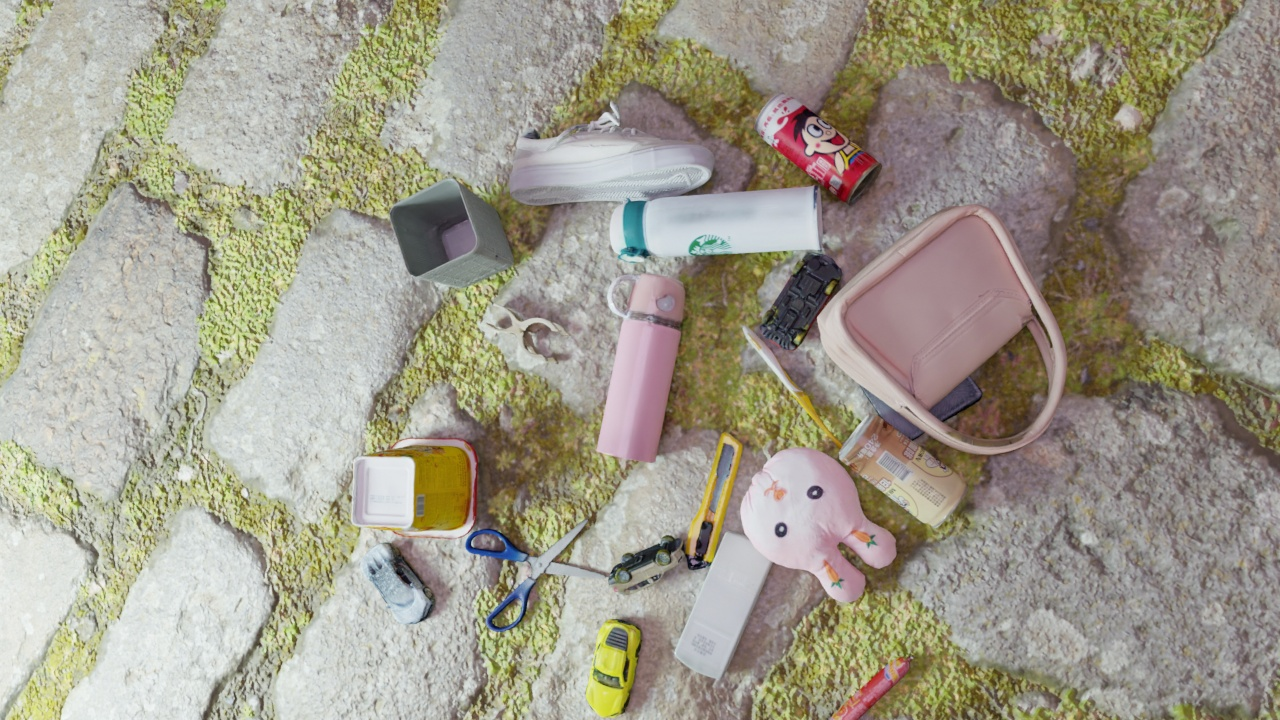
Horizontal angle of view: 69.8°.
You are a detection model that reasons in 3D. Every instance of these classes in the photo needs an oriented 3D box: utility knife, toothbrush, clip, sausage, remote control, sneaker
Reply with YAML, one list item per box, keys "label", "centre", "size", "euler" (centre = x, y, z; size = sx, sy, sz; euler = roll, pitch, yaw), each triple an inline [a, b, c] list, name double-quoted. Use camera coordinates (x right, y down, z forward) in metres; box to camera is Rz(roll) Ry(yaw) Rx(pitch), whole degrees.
- label: "utility knife"
  centre: [0.077, 0.152, 0.979]
  size: [0.033, 0.015, 0.153]
  euler: [15, 89, 14]
- label: "toothbrush"
  centre: [0.169, 0.034, 0.964]
  size: [0.018, 0.016, 0.191]
  euler: [-38, 76, -1]
- label: "clip"
  centre: [-0.122, -0.044, 1.049]
  size: [0.104, 0.034, 0.084]
  euler: [45, 101, 23]
- label: "sausage"
  centre: [0.217, 0.347, 0.919]
  size: [0.020, 0.020, 0.156]
  euler: [45, 97, 15]
- label: "remote control"
  centre: [0.089, 0.256, 0.963]
  size: [0.058, 0.021, 0.150]
  euler: [24, 92, 17]
- label: "sneaker"
  centre: [-0.033, -0.230, 1.015]
  size: [0.243, 0.089, 0.090]
  euler: [-1, 80, 23]

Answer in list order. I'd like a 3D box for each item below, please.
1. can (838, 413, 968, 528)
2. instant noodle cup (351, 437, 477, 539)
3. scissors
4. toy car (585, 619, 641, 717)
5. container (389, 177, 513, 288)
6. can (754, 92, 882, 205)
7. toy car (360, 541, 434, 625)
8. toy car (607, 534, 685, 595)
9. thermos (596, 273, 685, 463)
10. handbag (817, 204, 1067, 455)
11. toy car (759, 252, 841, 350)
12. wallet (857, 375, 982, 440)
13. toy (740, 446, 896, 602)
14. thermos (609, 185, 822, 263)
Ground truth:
- label: "can"
  centre: [0.257, 0.108, 0.903]
  size: [0.116, 0.058, 0.058]
  euler: [37, 96, 9]
- label: "instant noodle cup"
  centre: [-0.254, 0.144, 1.021]
  size: [0.116, 0.123, 0.116]
  euler: [-1, 85, 16]
- label: "scissors"
  centre: [-0.126, 0.235, 1.034]
  size: [0.175, 0.012, 0.162]
  euler: [25, 91, 16]
- label: "toy car"
  centre: [-0.031, 0.332, 0.987]
  size: [0.048, 0.032, 0.105]
  euler: [12, 90, 17]
- label: "container"
  centre: [-0.208, -0.138, 1.038]
  size: [0.090, 0.114, 0.090]
  euler: [-22, 79, 13]
- label: "can"
  centre: [0.185, -0.223, 0.963]
  size: [0.133, 0.053, 0.053]
  euler: [42, 97, 16]
- label: "toy car"
  centre: [-0.284, 0.261, 1.068]
  size: [0.049, 0.031, 0.105]
  euler: [-45, 76, 9]
- label: "toy car"
  centre: [0.009, 0.219, 0.980]
  size: [0.090, 0.042, 0.035]
  euler: [-30, 101, 17]
- label: "thermos"
  centre: [-0.006, 0.006, 0.985]
  size: [0.087, 0.067, 0.198]
  euler: [11, 90, -18]
- label: "handbag"
  centre: [0.309, -0.014, 0.889]
  size: [0.193, 0.093, 0.234]
  euler: [-40, 87, -1]
- label: "toy car"
  centre: [0.170, -0.062, 0.964]
  size: [0.049, 0.031, 0.106]
  euler: [32, 95, 16]
- label: "wallet"
  centre: [0.273, 0.013, 0.934]
  size: [0.097, 0.019, 0.121]
  euler: [-34, 78, 10]
- label: "toy"
  centre: [0.180, 0.165, 0.931]
  size: [0.159, 0.054, 0.121]
  euler: [40, 91, 9]
- label: "thermos"
  centre: [0.079, -0.143, 0.979]
  size: [0.224, 0.073, 0.073]
  euler: [-1, 84, 17]
